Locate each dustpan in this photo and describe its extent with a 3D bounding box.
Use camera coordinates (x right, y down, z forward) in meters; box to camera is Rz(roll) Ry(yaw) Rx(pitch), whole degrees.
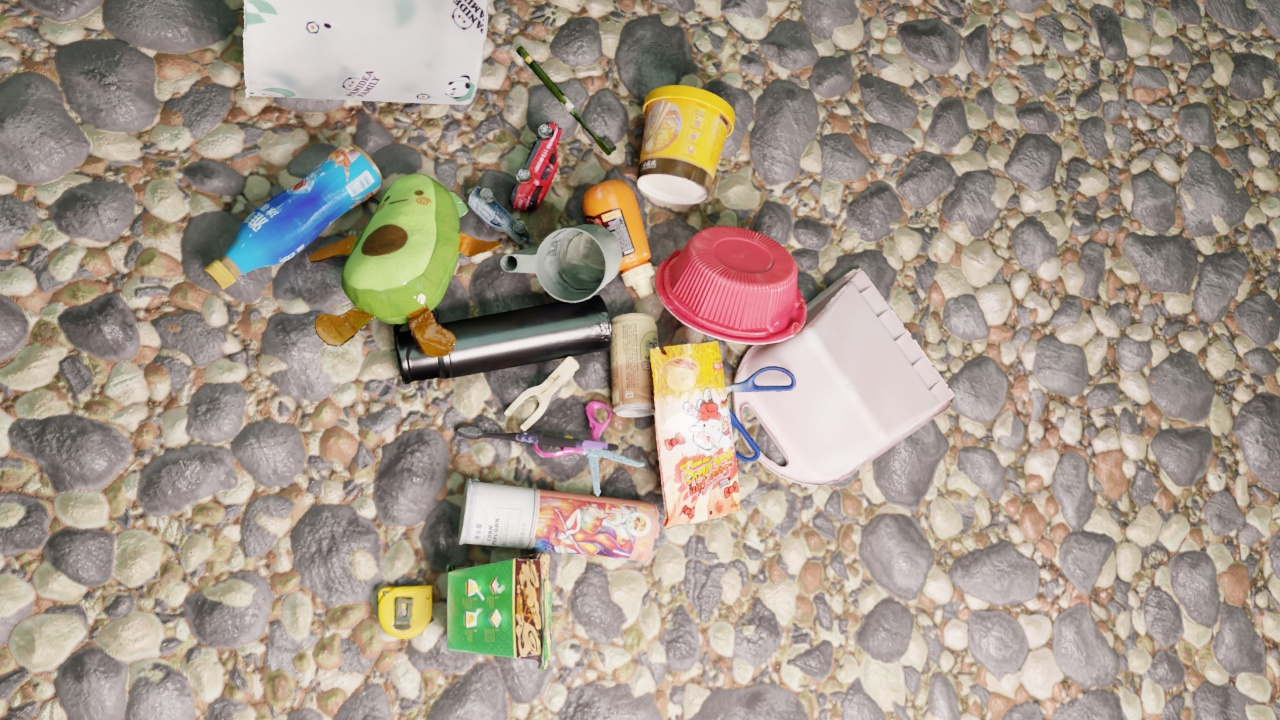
[{"bbox_3d":[0.247,0.030,1.186,0.272,0.139,0.222,-26,80,-48],"label":"dustpan"}]

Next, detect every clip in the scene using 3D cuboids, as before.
[{"bbox_3d":[-0.112,0.038,1.070,0.034,0.070,0.099,46,73,1],"label":"clip"}]

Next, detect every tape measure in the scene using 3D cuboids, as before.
[{"bbox_3d":[-0.250,0.266,0.976,0.060,0.029,0.057,1,75,-14],"label":"tape measure"}]

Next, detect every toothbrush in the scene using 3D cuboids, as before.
[{"bbox_3d":[-0.119,0.089,1.047,0.189,0.017,0.014,6,66,0],"label":"toothbrush"},{"bbox_3d":[-0.097,-0.340,1.197,0.017,0.012,0.186,-40,88,-27],"label":"toothbrush"}]

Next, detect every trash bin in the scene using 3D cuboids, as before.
[{"bbox_3d":[-0.316,-0.403,1.052,0.251,0.230,0.229,1,74,-21],"label":"trash bin"}]

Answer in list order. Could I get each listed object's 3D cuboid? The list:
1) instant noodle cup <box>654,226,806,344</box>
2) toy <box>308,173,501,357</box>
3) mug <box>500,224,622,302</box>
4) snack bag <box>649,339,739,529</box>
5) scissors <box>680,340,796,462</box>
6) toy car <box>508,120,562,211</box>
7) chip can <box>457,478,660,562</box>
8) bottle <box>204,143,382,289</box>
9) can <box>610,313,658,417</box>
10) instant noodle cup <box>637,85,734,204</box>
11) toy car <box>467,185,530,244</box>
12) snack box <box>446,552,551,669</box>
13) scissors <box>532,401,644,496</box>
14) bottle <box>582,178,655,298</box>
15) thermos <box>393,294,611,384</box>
[{"bbox_3d":[0.116,-0.103,1.109,0.194,0.066,0.193,7,39,-6],"label":"instant noodle cup"},{"bbox_3d":[-0.267,-0.115,1.032,0.227,0.090,0.246,1,57,5],"label":"toy"},{"bbox_3d":[-0.089,-0.118,1.075,0.124,0.103,0.084,4,104,10],"label":"mug"},{"bbox_3d":[0.063,0.083,1.063,0.128,0.073,0.208,-7,89,-44],"label":"snack bag"},{"bbox_3d":[0.108,0.044,1.110,0.162,0.012,0.176,-24,94,13],"label":"scissors"},{"bbox_3d":[-0.126,-0.240,1.140,0.045,0.053,0.120,22,73,-10],"label":"toy car"},{"bbox_3d":[-0.090,0.180,1.021,0.214,0.071,0.071,9,73,-13],"label":"chip can"},{"bbox_3d":[-0.393,-0.159,1.039,0.065,0.065,0.218,45,70,1],"label":"bottle"},{"bbox_3d":[-0.007,0.006,1.098,0.058,0.059,0.116,1,75,-15],"label":"can"},{"bbox_3d":[0.052,-0.268,1.165,0.118,0.119,0.114,14,79,-11],"label":"instant noodle cup"},{"bbox_3d":[-0.172,-0.174,1.114,0.090,0.043,0.034,42,84,-1],"label":"toy car"},{"bbox_3d":[-0.148,0.265,0.968,0.105,0.118,0.117,-2,75,-3],"label":"snack box"},{"bbox_3d":[-0.056,0.097,1.062,0.133,0.017,0.133,15,51,13],"label":"scissors"},{"bbox_3d":[-0.020,-0.148,1.139,0.066,0.067,0.149,-21,89,-19],"label":"bottle"},{"bbox_3d":[-0.160,-0.035,1.064,0.242,0.069,0.090,-10,74,-17],"label":"thermos"}]
